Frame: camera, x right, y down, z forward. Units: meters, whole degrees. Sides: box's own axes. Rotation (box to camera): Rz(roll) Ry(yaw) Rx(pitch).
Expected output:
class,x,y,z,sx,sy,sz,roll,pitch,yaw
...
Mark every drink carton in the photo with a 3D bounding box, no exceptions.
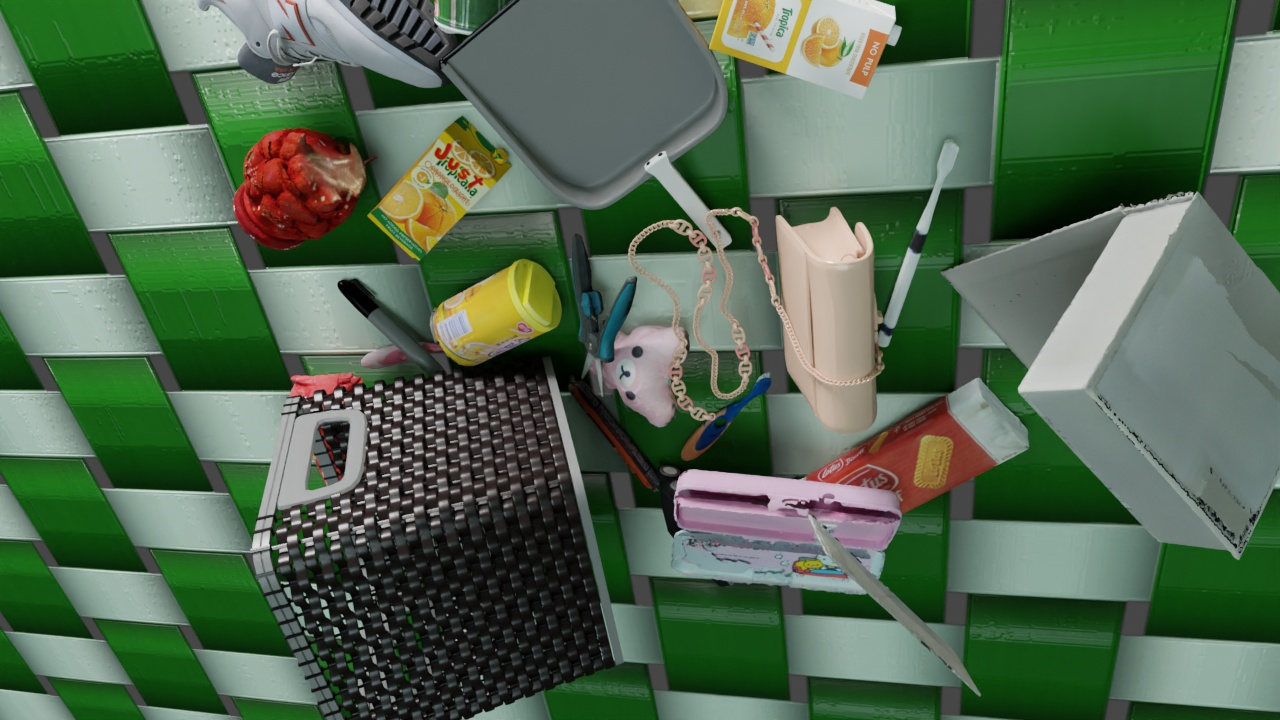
class,x,y,z,sx,sy,sz,roll,pitch,yaw
drink carton,0.118,-0.236,0.653,0.122,0.040,0.059,19,125,2
drink carton,-0.171,-0.147,0.786,0.058,0.041,0.123,44,121,-15

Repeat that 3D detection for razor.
class,x,y,z,sx,sy,sz,roll,pitch,yaw
razor,0.060,0.174,0.930,0.060,0.057,0.156,-22,118,-10

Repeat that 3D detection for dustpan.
class,x,y,z,sx,sy,sz,roll,pitch,yaw
dustpan,-0.005,-0.178,0.706,0.163,0.033,0.257,-32,129,18

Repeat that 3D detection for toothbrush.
class,x,y,z,sx,sy,sz,roll,pitch,yaw
toothbrush,-0.220,-0.009,0.905,0.135,0.016,0.021,-10,119,23
toothbrush,0.080,0.054,0.869,0.021,0.017,0.135,38,126,-6
toothbrush,0.221,-0.089,0.739,0.012,0.017,0.187,15,127,8

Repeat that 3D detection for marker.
class,x,y,z,sx,sy,sz,roll,pitch,yaw
marker,-0.238,-0.031,0.884,0.138,0.016,0.022,42,105,-2

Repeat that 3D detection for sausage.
class,x,y,z,sx,sy,sz,roll,pitch,yaw
sausage,-0.024,0.074,0.905,0.020,0.020,0.155,-26,112,27

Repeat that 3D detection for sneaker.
class,x,y,z,sx,sy,sz,roll,pitch,yaw
sneaker,-0.257,-0.264,0.714,0.240,0.088,0.125,41,128,-3

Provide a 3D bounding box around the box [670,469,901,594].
class,x,y,z,sx,sy,sz,roll,pitch,yaw
box,0.130,0.162,0.859,0.201,0.041,0.154,6,140,5

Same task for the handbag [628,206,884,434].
class,x,y,z,sx,sy,sz,roll,pitch,yaw
handbag,0.098,-0.012,0.733,0.187,0.116,0.199,-10,121,0

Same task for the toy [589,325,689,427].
class,x,y,z,sx,sy,sz,roll,pitch,yaw
toy,-0.005,0.005,0.836,0.096,0.052,0.099,19,116,18

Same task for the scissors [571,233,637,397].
class,x,y,z,sx,sy,sz,roll,pitch,yaw
scissors,-0.031,-0.038,0.796,0.118,0.019,0.148,8,109,57

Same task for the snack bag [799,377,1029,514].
class,x,y,z,sx,sy,sz,roll,pitch,yaw
snack bag,0.235,0.101,0.842,0.077,0.041,0.226,43,121,-17

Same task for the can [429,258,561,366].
class,x,y,z,sx,sy,sz,roll,pitch,yaw
can,-0.129,-0.042,0.828,0.105,0.067,0.067,-23,114,27

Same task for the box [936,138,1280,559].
class,x,y,z,sx,sy,sz,roll,pitch,yaw
box,0.353,-0.054,0.719,0.165,0.445,0.167,-41,106,20

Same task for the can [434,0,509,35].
class,x,y,z,sx,sy,sz,roll,pitch,yaw
can,-0.113,-0.299,0.657,0.067,0.067,0.121,13,124,6

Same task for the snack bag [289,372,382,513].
class,x,y,z,sx,sy,sz,roll,pitch,yaw
snack bag,-0.301,0.091,0.952,0.082,0.082,0.176,-3,121,16

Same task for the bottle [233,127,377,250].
class,x,y,z,sx,sy,sz,roll,pitch,yaw
bottle,-0.288,-0.154,0.786,0.111,0.098,0.099,-28,112,40

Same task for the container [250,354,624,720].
class,x,y,z,sx,sy,sz,roll,pitch,yaw
container,-0.168,0.159,0.827,0.243,0.247,0.246,-13,121,-6
